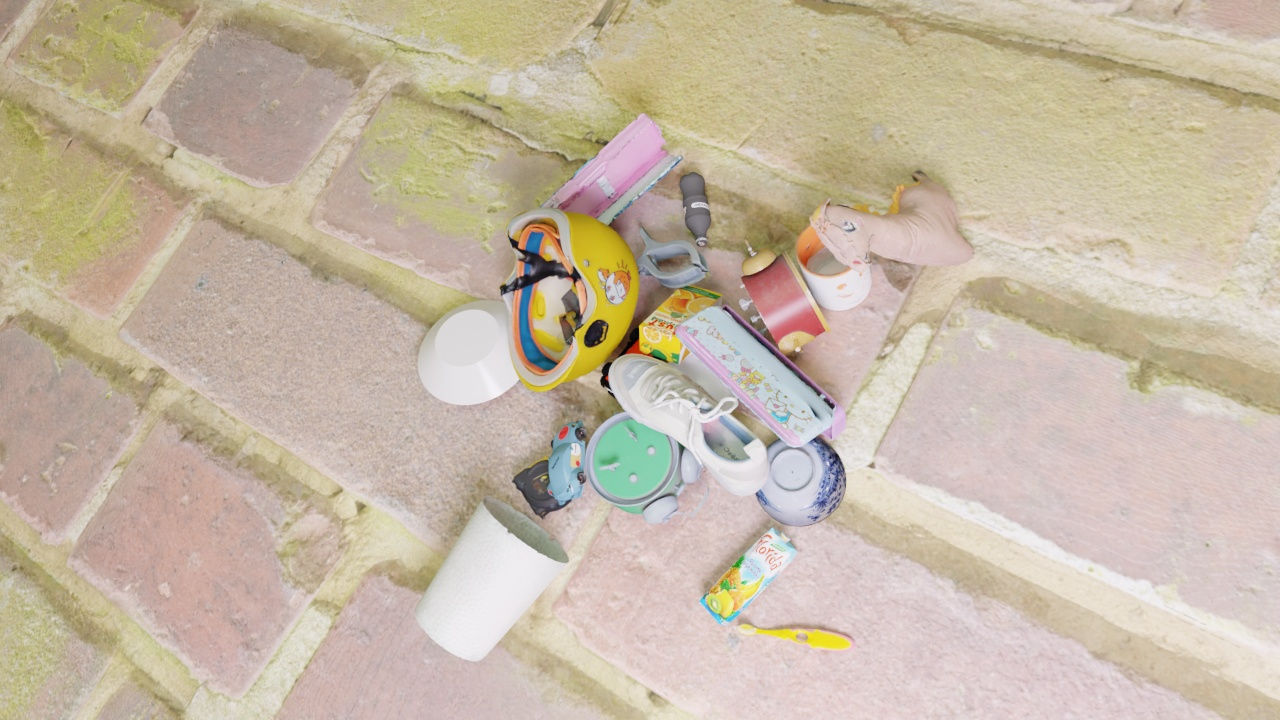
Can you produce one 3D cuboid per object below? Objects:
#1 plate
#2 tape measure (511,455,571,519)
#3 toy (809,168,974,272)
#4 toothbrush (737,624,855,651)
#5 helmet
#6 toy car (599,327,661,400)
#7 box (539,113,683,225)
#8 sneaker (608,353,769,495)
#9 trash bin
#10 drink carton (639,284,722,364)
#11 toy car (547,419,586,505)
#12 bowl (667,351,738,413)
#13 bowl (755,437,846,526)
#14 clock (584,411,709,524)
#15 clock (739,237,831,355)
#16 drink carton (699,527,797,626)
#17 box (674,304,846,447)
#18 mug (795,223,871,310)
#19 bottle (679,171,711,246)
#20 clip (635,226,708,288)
[{"bbox_3d":[-0.239,-0.023,1.295,0.174,0.036,0.173,-6,59,9],"label":"plate"},{"bbox_3d":[-0.121,0.163,1.198,0.072,0.042,0.071,-39,59,-1],"label":"tape measure"},{"bbox_3d":[0.289,-0.172,1.086,0.065,0.263,0.196,-52,46,41],"label":"toy"},{"bbox_3d":[0.175,0.314,1.044,0.136,0.016,0.021,2,66,21],"label":"toothbrush"},{"bbox_3d":[-0.083,-0.082,1.218,0.209,0.139,0.240,28,118,49],"label":"helmet"},{"bbox_3d":[-0.007,0.007,1.212,0.051,0.049,0.100,36,85,28],"label":"toy car"},{"bbox_3d":[-0.042,-0.231,1.297,0.230,0.084,0.090,-42,61,0],"label":"box"},{"bbox_3d":[0.057,0.056,1.087,0.089,0.091,0.242,-39,63,-22],"label":"sneaker"},{"bbox_3d":[-0.189,0.273,1.135,0.133,0.133,0.161,36,90,28],"label":"trash bin"},{"bbox_3d":[0.052,-0.047,1.182,0.058,0.041,0.122,20,43,25],"label":"drink carton"},{"bbox_3d":[-0.096,0.124,1.153,0.060,0.027,0.107,-26,53,39],"label":"toy car"},{"bbox_3d":[0.076,0.044,1.172,0.110,0.040,0.109,-7,67,16],"label":"bowl"},{"bbox_3d":[0.186,0.137,1.093,0.114,0.045,0.114,-7,68,17],"label":"bowl"},{"bbox_3d":[0.011,0.136,1.140,0.162,0.075,0.121,30,81,28],"label":"clock"},{"bbox_3d":[0.164,-0.081,1.142,0.081,0.117,0.159,-30,82,10],"label":"clock"},{"bbox_3d":[0.128,0.252,1.073,0.129,0.038,0.044,-45,62,-2],"label":"drink carton"},{"bbox_3d":[0.150,0.014,1.100,0.214,0.139,0.062,45,116,25],"label":"box"},{"bbox_3d":[0.241,-0.119,1.139,0.082,0.105,0.082,-7,68,17],"label":"mug"},{"bbox_3d":[0.078,-0.209,1.272,0.036,0.036,0.109,-13,66,15],"label":"bottle"},{"bbox_3d":[0.024,-0.127,1.238,0.090,0.027,0.162,-52,38,-4],"label":"clip"}]
